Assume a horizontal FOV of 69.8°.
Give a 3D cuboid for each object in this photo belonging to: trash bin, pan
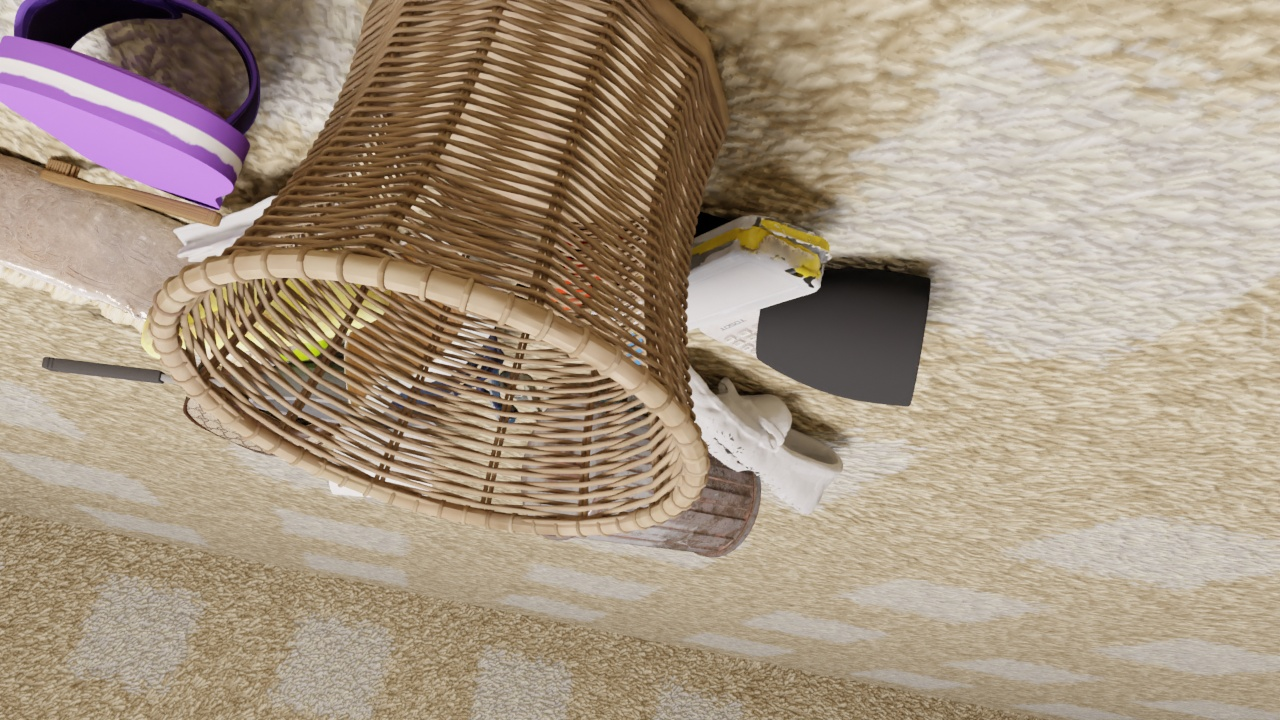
[{"bbox_3d":[-0.004,0.112,0.860,0.211,0.130,0.131,17,157,-37],"label":"trash bin"},{"bbox_3d":[-0.375,0.022,0.884,0.357,0.041,0.179,8,168,-12],"label":"pan"}]

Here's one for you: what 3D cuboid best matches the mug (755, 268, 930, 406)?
[{"bbox_3d":[0.132,-0.014,0.607,0.100,0.084,0.119,9,167,14],"label":"mug"}]

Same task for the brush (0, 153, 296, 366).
[{"bbox_3d":[-0.384,-0.071,0.681,0.271,0.083,0.057,24,154,-30],"label":"brush"}]

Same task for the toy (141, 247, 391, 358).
[{"bbox_3d":[-0.256,-0.039,0.644,0.170,0.154,0.065,-8,110,6],"label":"toy"}]

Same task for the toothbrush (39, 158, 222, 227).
[{"bbox_3d":[-0.338,-0.111,0.605,0.167,0.016,0.016,16,176,22],"label":"toothbrush"}]

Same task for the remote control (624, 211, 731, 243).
[{"bbox_3d":[0.032,-0.082,0.567,0.152,0.020,0.041,13,157,-10],"label":"remote control"}]

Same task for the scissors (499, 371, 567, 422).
[{"bbox_3d":[-0.111,0.046,0.929,0.131,0.012,0.170,24,155,-25],"label":"scissors"}]

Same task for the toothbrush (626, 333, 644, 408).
[{"bbox_3d":[-0.005,0.005,0.786,0.016,0.014,0.167,8,156,5],"label":"toothbrush"}]

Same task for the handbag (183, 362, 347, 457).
[{"bbox_3d":[-0.403,0.050,1.005,0.139,0.063,0.166,-19,141,32],"label":"handbag"}]

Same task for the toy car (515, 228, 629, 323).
[{"bbox_3d":[-0.046,-0.057,0.617,0.051,0.048,0.100,20,155,-23],"label":"toy car"}]

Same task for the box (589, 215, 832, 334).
[{"bbox_3d":[0.036,-0.047,0.588,0.064,0.033,0.210,17,164,-25],"label":"box"}]

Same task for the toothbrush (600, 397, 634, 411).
[{"bbox_3d":[0.001,0.066,0.923,0.022,0.016,0.155,4,158,33],"label":"toothbrush"}]

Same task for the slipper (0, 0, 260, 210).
[{"bbox_3d":[-0.249,-0.143,0.478,0.107,0.084,0.267,22,175,-22],"label":"slipper"}]

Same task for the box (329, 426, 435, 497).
[{"bbox_3d":[-0.288,0.116,1.025,0.110,0.083,0.191,8,173,-16],"label":"box"}]

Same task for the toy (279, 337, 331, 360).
[{"bbox_3d":[-0.308,-0.027,0.814,0.094,0.036,0.094,6,152,-8],"label":"toy"}]

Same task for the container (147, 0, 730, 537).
[{"bbox_3d":[-0.067,-0.053,0.422,0.227,0.195,0.227,10,151,5],"label":"container"}]

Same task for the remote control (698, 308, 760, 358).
[{"bbox_3d":[0.111,-0.015,0.678,0.138,0.025,0.060,23,154,-28],"label":"remote control"}]

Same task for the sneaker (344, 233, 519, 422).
[{"bbox_3d":[-0.141,-0.015,0.716,0.127,0.120,0.295,-4,168,-29],"label":"sneaker"}]

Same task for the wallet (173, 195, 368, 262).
[{"bbox_3d":[-0.249,-0.085,0.622,0.116,0.032,0.086,-7,-175,34],"label":"wallet"}]

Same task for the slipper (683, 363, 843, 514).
[{"bbox_3d":[0.101,0.064,0.809,0.246,0.074,0.112,34,178,-40],"label":"slipper"}]
